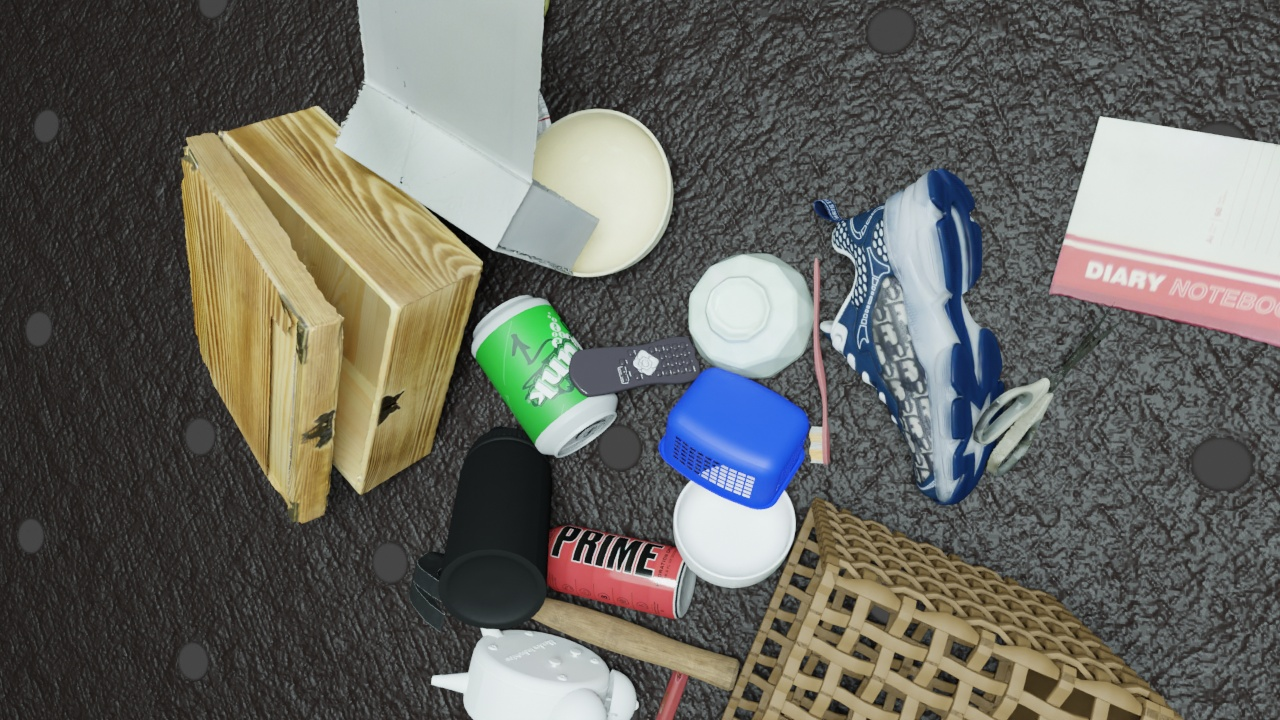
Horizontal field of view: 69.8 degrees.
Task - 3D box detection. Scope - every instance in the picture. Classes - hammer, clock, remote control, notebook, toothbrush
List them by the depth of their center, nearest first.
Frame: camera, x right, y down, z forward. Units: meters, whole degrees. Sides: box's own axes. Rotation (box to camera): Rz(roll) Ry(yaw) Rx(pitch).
[{"bbox_3d":[0.452,-0.100,0.722,0.209,0.012,0.153,16,93,19],"label":"notebook"},{"bbox_3d":[0.151,0.003,0.784,0.016,0.015,0.184,2,109,22],"label":"toothbrush"},{"bbox_3d":[-0.088,0.285,0.823,0.161,0.125,0.073,15,92,24],"label":"clock"},{"bbox_3d":[-0.005,0.005,0.827,0.124,0.009,0.046,-8,69,-21],"label":"remote control"},{"bbox_3d":[-0.061,0.238,0.833,0.305,0.132,0.040,16,95,10],"label":"hammer"},{"bbox_3d":[0.007,0.369,0.845,0.016,0.016,0.190,21,94,19],"label":"toothbrush"}]

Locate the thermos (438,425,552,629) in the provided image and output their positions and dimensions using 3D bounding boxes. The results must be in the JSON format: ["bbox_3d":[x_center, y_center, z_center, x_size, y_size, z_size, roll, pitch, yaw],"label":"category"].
[{"bbox_3d":[-0.123,0.134,0.817,0.086,0.198,0.086,-1,120,-3],"label":"thermos"}]

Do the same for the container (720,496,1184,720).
[{"bbox_3d":[0.187,0.257,0.652,0.214,0.251,0.219,22,94,8],"label":"container"}]

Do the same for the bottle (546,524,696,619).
[{"bbox_3d":[-0.040,0.188,0.845,0.177,0.062,0.062,8,90,18],"label":"bottle"}]

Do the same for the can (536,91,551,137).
[{"bbox_3d":[-0.155,-0.218,0.887,0.116,0.086,0.086,-8,85,17],"label":"can"}]

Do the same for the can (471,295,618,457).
[{"bbox_3d":[-0.090,0.014,0.856,0.088,0.087,0.140,-39,77,13],"label":"can"}]

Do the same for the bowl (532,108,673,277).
[{"bbox_3d":[-0.034,-0.148,0.851,0.151,0.075,0.150,-1,88,18],"label":"bowl"}]

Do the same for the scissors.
[{"bbox_3d":[0.323,0.029,0.735,0.012,0.162,0.154,39,138,43],"label":"scissors"}]

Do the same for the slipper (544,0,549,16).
[{"bbox_3d":[-0.151,-0.322,0.861,0.092,0.081,0.190,-3,53,23],"label":"slipper"}]

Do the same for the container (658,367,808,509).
[{"bbox_3d":[0.082,0.062,0.787,0.114,0.058,0.096,27,53,18],"label":"container"}]

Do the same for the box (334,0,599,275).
[{"bbox_3d":[-0.146,-0.196,0.613,0.166,0.479,0.119,33,76,14],"label":"box"}]

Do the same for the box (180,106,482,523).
[{"bbox_3d":[-0.297,-0.042,0.824,0.245,0.167,0.280,46,140,18],"label":"box"}]

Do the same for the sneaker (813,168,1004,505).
[{"bbox_3d":[0.214,-0.014,0.763,0.133,0.103,0.269,-4,98,40],"label":"sneaker"}]

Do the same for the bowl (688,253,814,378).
[{"bbox_3d":[0.092,-0.042,0.813,0.117,0.061,0.117,-1,86,19],"label":"bowl"}]

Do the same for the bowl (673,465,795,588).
[{"bbox_3d":[0.080,0.148,0.800,0.105,0.054,0.104,-1,60,1],"label":"bowl"}]
